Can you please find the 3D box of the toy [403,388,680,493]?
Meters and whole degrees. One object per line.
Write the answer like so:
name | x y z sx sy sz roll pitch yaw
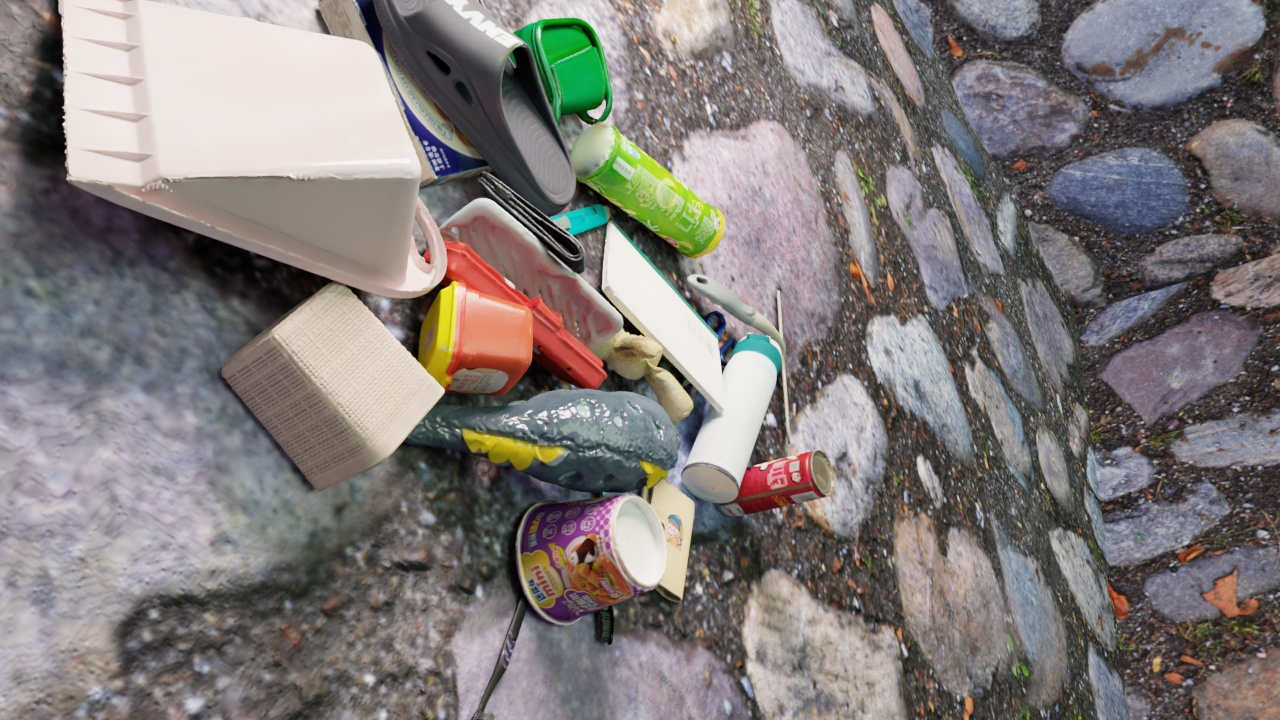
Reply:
toy | -0.042 0.071 0.831 0.355 0.138 0.091 8 88 -53

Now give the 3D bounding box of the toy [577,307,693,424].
toy | -0.006 0.006 0.956 0.066 0.105 0.157 -46 103 -6

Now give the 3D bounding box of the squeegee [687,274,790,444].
squeegee | 0.143 -0.051 1.201 0.246 0.039 0.246 37 44 -42

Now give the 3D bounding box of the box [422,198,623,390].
box | -0.100 -0.063 0.842 0.201 0.094 0.091 41 76 -36

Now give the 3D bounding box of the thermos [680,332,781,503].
thermos | 0.114 0.061 1.080 0.073 0.073 0.223 50 45 -26

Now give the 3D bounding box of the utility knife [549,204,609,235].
utility knife | -0.075 -0.150 0.990 0.160 0.013 0.029 -31 101 -55

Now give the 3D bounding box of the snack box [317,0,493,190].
snack box | -0.187 -0.262 0.864 0.182 0.046 0.178 -34 103 -54

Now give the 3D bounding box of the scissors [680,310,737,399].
scissors | 0.080 -0.011 1.132 0.173 0.012 0.128 -1 74 -56

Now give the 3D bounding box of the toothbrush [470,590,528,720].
toothbrush | -0.106 0.232 0.756 0.014 0.017 0.188 54 35 -31

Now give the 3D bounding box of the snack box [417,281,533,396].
snack box | -0.135 -0.011 0.753 0.080 0.091 0.082 11 64 -23

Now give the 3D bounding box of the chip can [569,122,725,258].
chip can | 0.009 -0.196 1.078 0.221 0.073 0.072 29 52 -45

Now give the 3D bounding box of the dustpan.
dustpan | -0.263 -0.135 0.658 0.273 0.139 0.222 -1 49 -28

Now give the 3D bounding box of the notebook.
notebook | 0.029 -0.052 1.040 0.209 0.012 0.150 45 25 -27

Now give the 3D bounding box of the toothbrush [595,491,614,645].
toothbrush | -0.039 0.175 0.880 0.016 0.014 0.189 6 65 -25

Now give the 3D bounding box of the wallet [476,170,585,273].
wallet | -0.100 -0.127 0.859 0.121 0.019 0.097 39 -4 -2

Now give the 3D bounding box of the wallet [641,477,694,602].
wallet | 0.023 0.180 0.953 0.087 0.024 0.115 42 44 -33

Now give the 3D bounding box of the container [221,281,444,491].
container | -0.218 0.016 0.648 0.111 0.090 0.090 53 38 -17

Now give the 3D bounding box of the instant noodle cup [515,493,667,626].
instant noodle cup | -0.038 0.167 0.800 0.111 0.099 0.111 34 45 -44

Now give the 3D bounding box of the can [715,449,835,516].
can | 0.151 0.142 1.049 0.053 0.133 0.053 28 52 -44

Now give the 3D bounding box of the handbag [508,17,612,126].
handbag | -0.093 -0.310 1.007 0.131 0.068 0.120 -34 108 -56

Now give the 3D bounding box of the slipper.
slipper | -0.126 -0.255 0.833 0.268 0.083 0.110 54 37 -27
